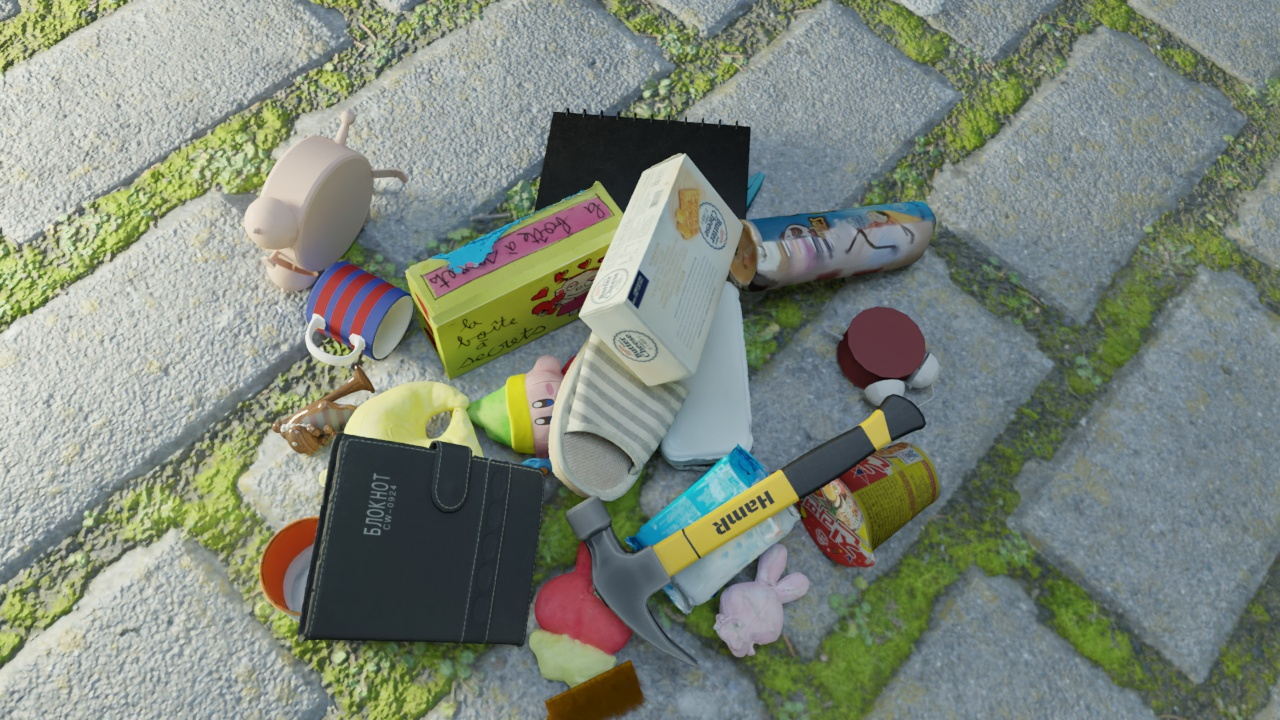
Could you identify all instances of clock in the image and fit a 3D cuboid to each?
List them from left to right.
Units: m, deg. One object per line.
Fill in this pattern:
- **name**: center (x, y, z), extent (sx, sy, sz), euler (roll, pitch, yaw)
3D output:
- **clock**: center (-0.319, -0.151, 0.926), extent (0.086, 0.131, 0.160), euler (32, 65, 9)
- **clock**: center (0.259, -0.002, 0.969), extent (0.087, 0.044, 0.124), euler (-26, 70, -17)

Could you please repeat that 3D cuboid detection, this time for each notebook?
- **notebook**: center (-0.173, 0.153, 0.775), extent (0.208, 0.030, 0.169), euler (18, 75, -44)
- **notebook**: center (0.006, -0.213, 1.038), extent (0.231, 0.019, 0.168), euler (5, 61, 3)

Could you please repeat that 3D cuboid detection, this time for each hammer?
- **hammer**: center (0.107, 0.128, 0.803), extent (0.324, 0.034, 0.170), euler (-31, 83, -2)

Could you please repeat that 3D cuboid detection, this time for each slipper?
- **slipper**: center (-0.005, 0.005, 0.881), extent (0.114, 0.054, 0.272), euler (30, 62, -18)

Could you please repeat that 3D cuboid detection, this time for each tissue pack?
- **tissue pack**: center (0.069, 0.155, 0.848), extent (0.144, 0.062, 0.093), euler (-40, 82, -1)

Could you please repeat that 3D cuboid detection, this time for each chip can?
- **chip can**: center (0.208, -0.125, 0.987), extent (0.229, 0.080, 0.079), euler (-10, 66, -20)

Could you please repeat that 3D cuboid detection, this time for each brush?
- **brush**: center (-0.057, 0.305, 0.790), extent (0.126, 0.048, 0.017), euler (-21, 27, -15)

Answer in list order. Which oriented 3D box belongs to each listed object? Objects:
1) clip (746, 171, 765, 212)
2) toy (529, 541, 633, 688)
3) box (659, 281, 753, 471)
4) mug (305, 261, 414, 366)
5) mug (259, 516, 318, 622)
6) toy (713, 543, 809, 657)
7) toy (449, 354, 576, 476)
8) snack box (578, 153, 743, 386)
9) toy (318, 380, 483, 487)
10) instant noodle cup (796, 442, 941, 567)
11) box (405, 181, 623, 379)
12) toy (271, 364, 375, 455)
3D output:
- **clip**: center (0.102, -0.156, 1.035), extent (0.120, 0.033, 0.118), euler (-14, 64, -11)
- **toy**: center (-0.049, 0.225, 0.826), extent (0.091, 0.045, 0.135), euler (17, 70, 0)
- **box**: center (0.065, 0.010, 0.940), extent (0.118, 0.063, 0.213), euler (1, 66, -3)
- **mug**: center (-0.286, -0.039, 0.901), extent (0.076, 0.075, 0.111), euler (27, 45, 6)
- **mug**: center (-0.271, 0.187, 0.787), extent (0.082, 0.105, 0.082), euler (3, 64, -5)
- **toy**: center (0.109, 0.223, 0.845), extent (0.109, 0.047, 0.063), euler (-41, 97, -26)
- **toy**: center (-0.112, 0.059, 0.894), extent (0.131, 0.097, 0.124), euler (-8, 95, -22)
- **snack box**: center (0.025, -0.087, 0.862), extent (0.104, 0.058, 0.207), euler (46, 46, -29)
- **toy**: center (-0.220, 0.099, 0.854), extent (0.155, 0.065, 0.170), euler (-20, 67, -5)
- **instant noodle cup**: center (0.222, 0.128, 0.882), extent (0.112, 0.101, 0.100), euler (-23, 69, -25)
- **box**: center (-0.117, -0.078, 0.922), extent (0.220, 0.125, 0.079), euler (-29, 69, -20)
- **toy**: center (-0.303, 0.053, 0.884), extent (0.101, 0.042, 0.055), euler (-30, 49, -10)
